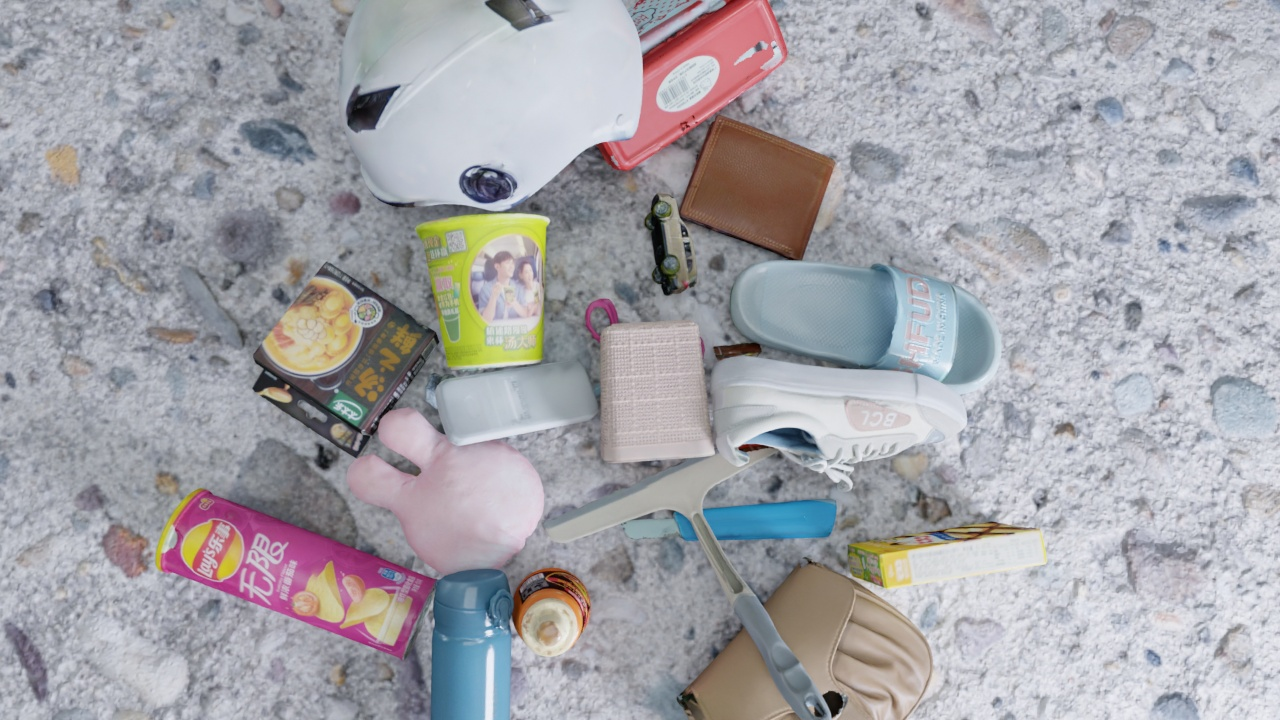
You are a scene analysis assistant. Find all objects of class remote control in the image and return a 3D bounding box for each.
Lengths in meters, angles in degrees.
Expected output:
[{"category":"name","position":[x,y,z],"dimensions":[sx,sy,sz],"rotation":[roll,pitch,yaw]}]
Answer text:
[{"category":"remote control","position":[-0.101,0.034,0.762],"dimensions":[0.135,0.020,0.056],"rotation":[-10,71,-31]}]

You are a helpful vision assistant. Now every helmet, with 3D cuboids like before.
[{"category":"helmet","position":[-0.134,-0.244,0.720],"dimensions":[0.259,0.146,0.228],"rotation":[-18,55,5]}]

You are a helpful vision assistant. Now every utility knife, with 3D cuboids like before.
[{"category":"utility knife","position":[0.078,0.142,0.805],"dimensions":[0.192,0.018,0.034],"rotation":[-2,69,-3]}]

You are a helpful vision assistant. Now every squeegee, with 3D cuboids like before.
[{"category":"squeegee","position":[0.082,0.188,0.743],"dimensions":[0.246,0.039,0.246],"rotation":[-22,55,-14]}]

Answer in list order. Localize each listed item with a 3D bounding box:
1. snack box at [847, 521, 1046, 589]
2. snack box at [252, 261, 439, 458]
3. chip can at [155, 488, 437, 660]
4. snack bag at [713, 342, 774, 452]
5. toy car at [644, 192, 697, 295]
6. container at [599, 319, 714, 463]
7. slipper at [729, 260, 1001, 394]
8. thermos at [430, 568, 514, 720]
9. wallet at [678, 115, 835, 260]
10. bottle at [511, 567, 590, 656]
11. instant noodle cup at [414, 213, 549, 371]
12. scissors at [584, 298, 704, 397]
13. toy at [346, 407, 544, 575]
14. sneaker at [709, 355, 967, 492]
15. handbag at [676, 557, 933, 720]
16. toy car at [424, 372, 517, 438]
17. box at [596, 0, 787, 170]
[{"category":"snack box","position":[0.257,0.165,0.781],"dimensions":[0.140,0.087,0.033],"rotation":[-10,85,-5]},{"category":"snack box","position":[-0.254,0.000,0.783],"dimensions":[0.113,0.053,0.125],"rotation":[33,77,0]},{"category":"chip can","position":[-0.275,0.174,0.747],"dimensions":[0.210,0.071,0.071],"rotation":[21,82,-2]},{"category":"snack bag","position":[0.097,0.032,0.809],"dimensions":[0.048,0.026,0.104],"rotation":[-7,72,-12]},{"category":"toy car","position":[0.027,-0.105,0.818],"dimensions":[0.035,0.042,0.090],"rotation":[-10,85,-15]},{"category":"container","position":[0.009,0.025,0.769],"dimensions":[0.090,0.090,0.111],"rotation":[-3,88,-5]},{"category":"slipper","position":[0.202,-0.039,0.807],"dimensions":[0.245,0.074,0.104],"rotation":[11,82,-2]},{"category":"thermos","position":[-0.134,0.276,0.729],"dimensions":[0.070,0.070,0.220],"rotation":[2,95,-4]},{"category":"wallet","position":[0.105,-0.155,0.836],"dimensions":[0.124,0.032,0.101],"rotation":[21,85,-1]},{"category":"bottle","position":[-0.071,0.202,0.720],"dimensions":[0.066,0.149,0.066],"rotation":[1,83,-5]},{"category":"instant noodle cup","position":[-0.128,-0.054,0.772],"dimensions":[0.111,0.112,0.123],"rotation":[-4,91,-5]},{"category":"scissors","position":[-0.004,0.004,0.817],"dimensions":[0.136,0.017,0.133],"rotation":[-17,90,-7]},{"category":"toy","position":[-0.162,0.109,0.771],"dimensions":[0.159,0.054,0.121],"rotation":[35,85,1]},{"category":"sneaker","position":[0.171,0.059,0.763],"dimensions":[0.242,0.090,0.090],"rotation":[8,71,-20]},{"category":"handbag","position":[0.137,0.272,0.753],"dimensions":[0.148,0.100,0.204],"rotation":[44,79,2]},{"category":"toy car","position":[-0.143,0.041,0.787],"dimensions":[0.090,0.043,0.034],"rotation":[30,80,-2]},{"category":"box","position":[0.020,-0.275,0.838],"dimensions":[0.201,0.099,0.116],"rotation":[-36,120,-8]}]
